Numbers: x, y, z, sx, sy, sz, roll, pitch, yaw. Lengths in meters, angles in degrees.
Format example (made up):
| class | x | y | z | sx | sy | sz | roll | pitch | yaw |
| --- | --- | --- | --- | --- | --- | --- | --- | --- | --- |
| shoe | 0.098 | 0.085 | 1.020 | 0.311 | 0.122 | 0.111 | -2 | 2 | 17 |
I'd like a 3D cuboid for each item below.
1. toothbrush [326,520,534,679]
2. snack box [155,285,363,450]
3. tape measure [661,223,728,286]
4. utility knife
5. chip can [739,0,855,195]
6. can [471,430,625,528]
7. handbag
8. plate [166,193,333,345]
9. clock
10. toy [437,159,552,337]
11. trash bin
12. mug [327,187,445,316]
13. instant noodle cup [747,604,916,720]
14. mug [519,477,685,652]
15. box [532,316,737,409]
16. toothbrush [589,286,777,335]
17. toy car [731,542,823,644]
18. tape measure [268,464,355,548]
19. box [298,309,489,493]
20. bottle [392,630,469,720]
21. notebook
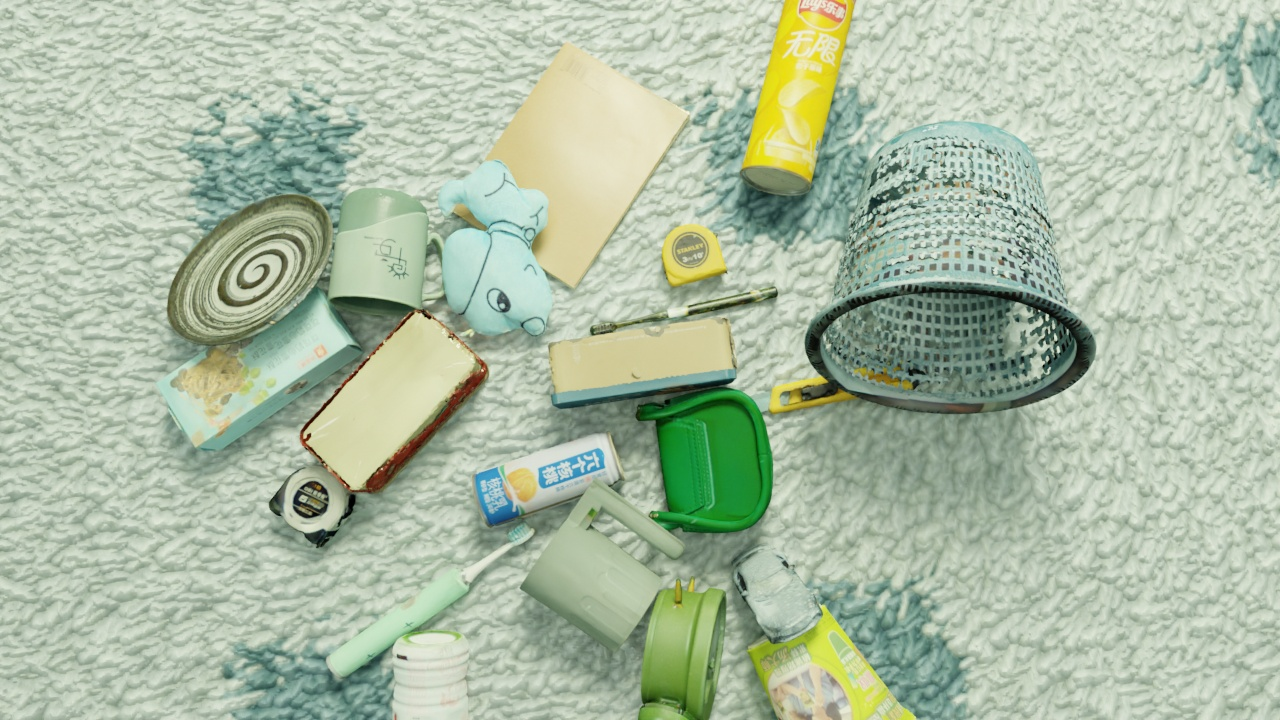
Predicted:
| class | x | y | z | sx | sy | sz | roll | pitch | yaw |
| --- | --- | --- | --- | --- | --- | --- | --- | --- | --- |
| toothbrush | -0.192 | 0.221 | 0.852 | 0.224 | 0.026 | 0.027 | -35 | 115 | -3 |
| snack box | -0.359 | 0.007 | 0.871 | 0.175 | 0.051 | 0.074 | -35 | 82 | -3 |
| tape measure | 0.049 | -0.102 | 0.886 | 0.060 | 0.029 | 0.057 | -16 | 84 | -1 |
| utility knife | 0.166 | 0.033 | 0.873 | 0.215 | 0.015 | 0.033 | -12 | 81 | 1 |
| chip can | 0.154 | -0.270 | 0.884 | 0.072 | 0.072 | 0.213 | 14 | 84 | 3 |
| can | -0.084 | 0.109 | 0.850 | 0.134 | 0.053 | 0.053 | -19 | 83 | -1 |
| handbag | 0.060 | 0.092 | 0.839 | 0.120 | 0.068 | 0.131 | -9 | 86 | 6 |
| plate | -0.364 | -0.083 | 0.867 | 0.180 | 0.024 | 0.179 | -11 | 54 | 16 |
| clock | 0.036 | 0.271 | 0.798 | 0.056 | 0.116 | 0.161 | 6 | 79 | 13 |
| toy | -0.139 | -0.097 | 0.875 | 0.161 | 0.049 | 0.156 | 37 | 96 | 1 |
| trash bin | 0.266 | -0.086 | 0.794 | 0.226 | 0.227 | 0.194 | 10 | 64 | 3 |
| mug | -0.233 | -0.100 | 0.871 | 0.111 | 0.082 | 0.106 | 10 | 78 | -30 |
| instant noodle cup | 0.158 | 0.284 | 0.801 | 0.111 | 0.112 | 0.123 | -30 | 75 | -3 |
| mug | -0.032 | 0.183 | 0.819 | 0.103 | 0.083 | 0.124 | 35 | 103 | 4 |
| box | -0.005 | 0.005 | 0.845 | 0.184 | 0.090 | 0.061 | -11 | 84 | 2 |
| toothbrush | 0.042 | -0.046 | 0.885 | 0.186 | 0.017 | 0.012 | -12 | 113 | 0 |
| toy car | 0.116 | 0.201 | 0.804 | 0.054 | 0.120 | 0.037 | -28 | 110 | -3 |
| tape measure | -0.304 | 0.131 | 0.863 | 0.066 | 0.033 | 0.066 | 39 | 88 | 4 |
| box | -0.227 | 0.040 | 0.851 | 0.091 | 0.077 | 0.168 | 42 | 86 | 7 |
| bottle | -0.188 | 0.346 | 0.818 | 0.068 | 0.068 | 0.197 | 0 | 86 | 1 |
| notebook | -0.070 | -0.197 | 0.910 | 0.149 | 0.012 | 0.211 | 33 | 85 | 6 |
